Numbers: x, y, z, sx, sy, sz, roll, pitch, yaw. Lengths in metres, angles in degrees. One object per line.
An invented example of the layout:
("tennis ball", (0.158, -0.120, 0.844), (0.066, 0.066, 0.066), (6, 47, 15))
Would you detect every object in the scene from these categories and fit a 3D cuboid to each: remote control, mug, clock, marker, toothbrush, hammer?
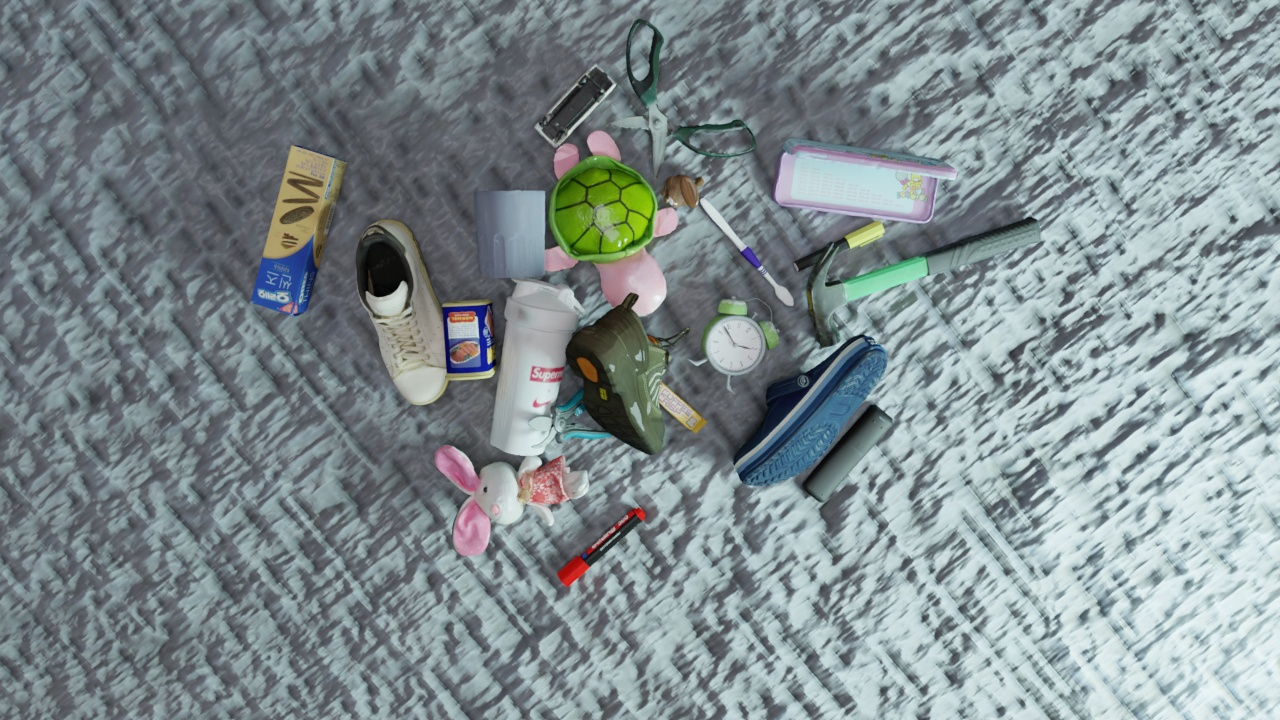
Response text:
("remote control", (0.282, 0.128, 1.246), (0.041, 0.020, 0.152), (39, 96, -6))
("mug", (-0.170, -0.158, 1.141), (0.083, 0.124, 0.104), (-9, 102, -39))
("clock", (0.126, -0.028, 1.205), (0.094, 0.042, 0.119), (38, 95, -8))
("marker", (0.261, -0.148, 1.207), (0.124, 0.017, 0.021), (-26, 98, 2))
("marker", (-0.052, 0.252, 1.248), (0.145, 0.021, 0.023), (-42, 68, 3))
("toothbrush", (0.139, -0.142, 1.203), (0.015, 0.016, 0.186), (-41, 96, 3))
("hammer", (0.371, -0.125, 1.203), (0.318, 0.032, 0.130), (-18, 109, -3))

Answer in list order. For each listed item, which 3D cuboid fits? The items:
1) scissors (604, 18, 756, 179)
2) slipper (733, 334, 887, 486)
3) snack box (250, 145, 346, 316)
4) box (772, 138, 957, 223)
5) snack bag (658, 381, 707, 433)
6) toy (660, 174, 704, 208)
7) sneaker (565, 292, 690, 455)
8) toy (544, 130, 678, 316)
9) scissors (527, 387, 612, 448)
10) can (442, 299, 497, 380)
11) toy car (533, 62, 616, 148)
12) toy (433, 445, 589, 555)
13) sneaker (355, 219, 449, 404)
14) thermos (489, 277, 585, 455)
("scissors", (0.053, -0.327, 1.162), (0.201, 0.015, 0.201), (1, 89, -15))
("slipper", (0.216, 0.060, 1.201), (0.253, 0.105, 0.095), (-49, 56, 18))
("snack box", (-0.429, -0.161, 1.151), (0.056, 0.057, 0.207), (17, 97, -4))
("box", (0.283, -0.229, 1.158), (0.214, 0.092, 0.089), (7, 97, -4))
("snack bag", (0.046, 0.059, 1.225), (0.099, 0.020, 0.026), (42, 93, -8))
("toy", (0.052, -0.213, 1.152), (0.055, 0.101, 0.041), (-15, 105, 16))
("sneaker", (-0.007, 0.007, 1.158), (0.101, 0.238, 0.142), (21, 61, 31))
("toy", (-0.040, -0.167, 1.155), (0.190, 0.088, 0.238), (-18, 94, -11))
("scissors", (-0.082, 0.078, 1.187), (0.124, 0.019, 0.155), (54, 53, -32))
("can", (-0.214, -0.028, 1.153), (0.056, 0.116, 0.092), (-3, 96, -3))
("toy car", (-0.082, -0.319, 1.153), (0.039, 0.039, 0.113), (43, 89, -8))
("toy", (-0.163, 0.172, 1.199), (0.194, 0.084, 0.159), (-6, 107, -2))
("sneaker", (-0.298, -0.057, 1.150), (0.089, 0.102, 0.241), (-14, 99, -1))
("thermos", (-0.137, 0.007, 1.177), (0.099, 0.099, 0.220), (11, 102, -4))
